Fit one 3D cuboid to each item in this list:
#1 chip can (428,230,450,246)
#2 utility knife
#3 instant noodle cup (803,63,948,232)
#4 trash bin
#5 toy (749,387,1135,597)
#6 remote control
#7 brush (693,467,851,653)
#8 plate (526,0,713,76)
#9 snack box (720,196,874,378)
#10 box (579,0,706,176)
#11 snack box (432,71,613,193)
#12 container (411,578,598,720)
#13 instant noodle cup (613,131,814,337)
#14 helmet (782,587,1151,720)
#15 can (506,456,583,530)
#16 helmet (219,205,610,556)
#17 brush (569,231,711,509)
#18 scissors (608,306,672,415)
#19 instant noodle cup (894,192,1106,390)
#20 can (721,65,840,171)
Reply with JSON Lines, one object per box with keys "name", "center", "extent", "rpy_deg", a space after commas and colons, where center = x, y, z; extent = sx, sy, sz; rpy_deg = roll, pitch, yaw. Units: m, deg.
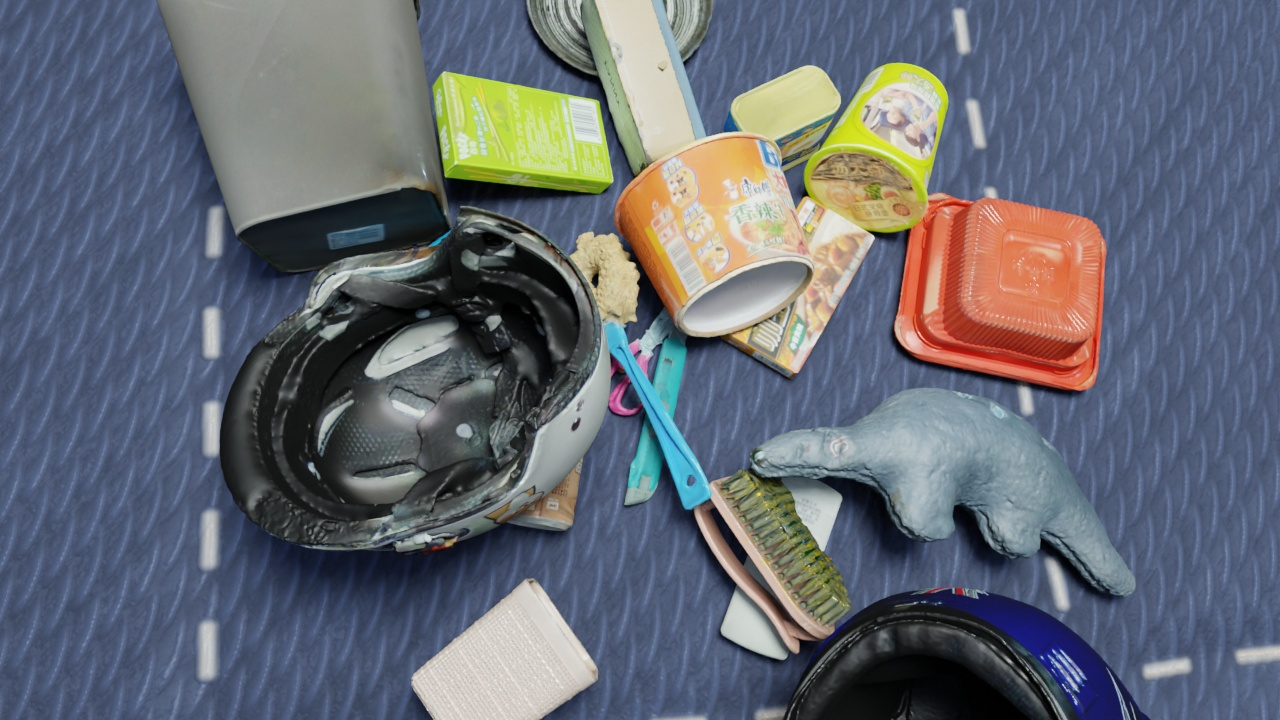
{"name": "chip can", "center": [-0.202, -0.034, 0.763], "extent": [0.210, 0.071, 0.071], "rpy_deg": [-38, 82, -12]}
{"name": "utility knife", "center": [0.018, 0.037, 0.786], "extent": [0.029, 0.013, 0.181], "rpy_deg": [18, 77, -24]}
{"name": "instant noodle cup", "center": [0.222, -0.197, 0.826], "extent": [0.111, 0.112, 0.123], "rpy_deg": [27, 67, 2]}
{"name": "trash bin", "center": [-0.259, -0.205, 0.749], "extent": [0.199, 0.199, 0.219], "rpy_deg": [-15, 85, -7]}
{"name": "toy", "center": [0.258, 0.091, 0.750], "extent": [0.356, 0.092, 0.137], "rpy_deg": [17, 69, -13]}
{"name": "remote control", "center": [0.117, 0.168, 0.761], "extent": [0.058, 0.021, 0.149], "rpy_deg": [21, 74, 9]}
{"name": "brush", "center": [0.104, 0.156, 0.725], "extent": [0.073, 0.063, 0.145], "rpy_deg": [-40, 72, 22]}
{"name": "plate", "center": [-0.020, -0.345, 0.883], "extent": [0.179, 0.024, 0.179], "rpy_deg": [1, 76, -6]}
{"name": "snack box", "center": [0.141, -0.066, 0.822], "extent": [0.075, 0.026, 0.153], "rpy_deg": [31, 75, 4]}
{"name": "box", "center": [0.003, -0.244, 0.809], "extent": [0.061, 0.090, 0.184], "rpy_deg": [-21, 96, -8]}
{"name": "snack box", "center": [-0.100, -0.195, 0.798], "extent": [0.156, 0.026, 0.085], "rpy_deg": [-2, 74, -36]}
{"name": "container", "center": [-0.103, 0.235, 0.695], "extent": [0.111, 0.090, 0.090], "rpy_deg": [-36, 81, -9]}
{"name": "instant noodle cup", "center": [0.066, -0.095, 0.751], "extent": [0.151, 0.151, 0.111], "rpy_deg": [-18, 69, -9]}
{"name": "helmet", "center": [0.218, 0.318, 0.616], "extent": [0.248, 0.240, 0.314], "rpy_deg": [-5, 63, 33]}
{"name": "can", "center": [-0.076, 0.078, 0.750], "extent": [0.058, 0.058, 0.116], "rpy_deg": [9, 75, -2]}
{"name": "helmet", "center": [-0.140, 0.033, 0.666], "extent": [0.274, 0.157, 0.230], "rpy_deg": [-31, 60, 4]}
{"name": "brush", "center": [-0.004, 0.004, 0.758], "extent": [0.083, 0.045, 0.254], "rpy_deg": [-33, 69, 18]}
{"name": "scissors", "center": [0.012, -0.008, 0.804], "extent": [0.137, 0.017, 0.073], "rpy_deg": [-40, 84, -17]}
{"name": "instant noodle cup", "center": [0.329, -0.070, 0.812], "extent": [0.189, 0.079, 0.164], "rpy_deg": [11, 74, 0]}
{"name": "can", "center": [0.122, -0.211, 0.828], "extent": [0.102, 0.083, 0.057], "rpy_deg": [-27, 80, -11]}
